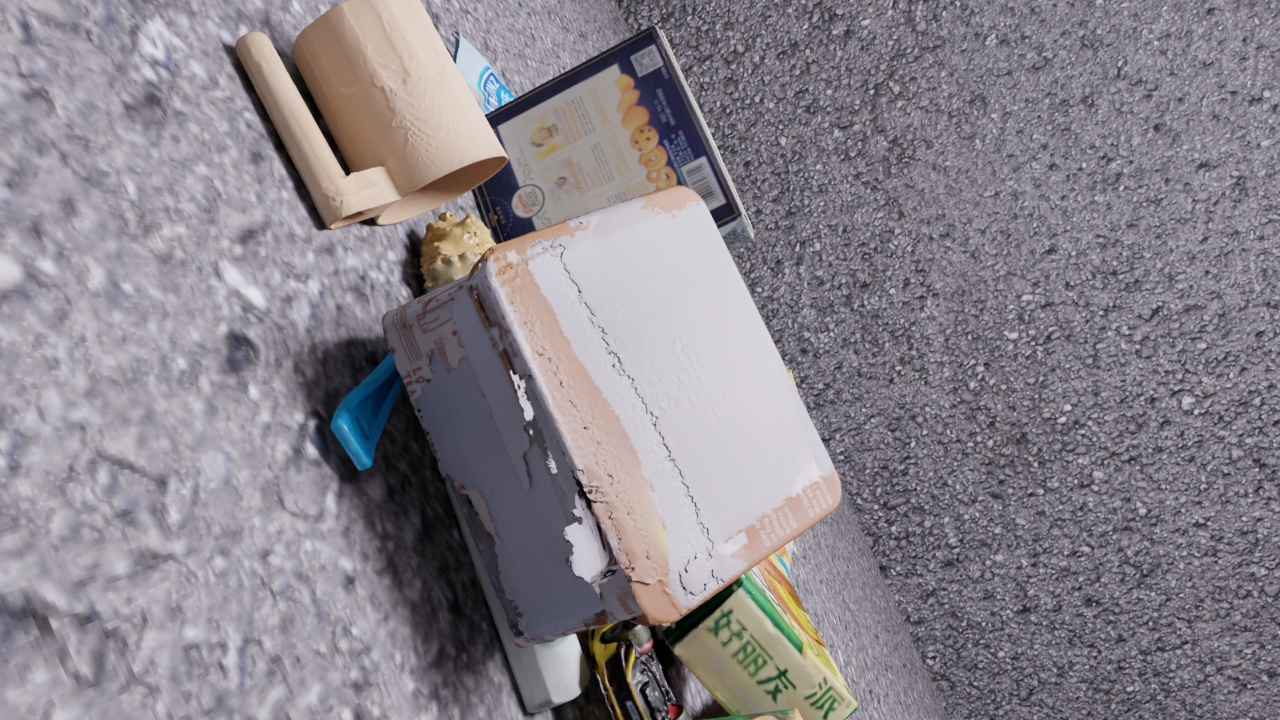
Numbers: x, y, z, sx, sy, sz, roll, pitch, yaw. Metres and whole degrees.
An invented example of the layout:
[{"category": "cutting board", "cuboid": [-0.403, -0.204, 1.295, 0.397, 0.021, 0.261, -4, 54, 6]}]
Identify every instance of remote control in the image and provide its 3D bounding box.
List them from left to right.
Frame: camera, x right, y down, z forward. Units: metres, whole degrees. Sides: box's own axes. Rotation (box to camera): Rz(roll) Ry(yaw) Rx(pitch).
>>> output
[{"category": "remote control", "cuboid": [-0.063, 0.111, 0.477, 0.135, 0.019, 0.056, 67, 13, 11]}]

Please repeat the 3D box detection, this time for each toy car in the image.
[{"category": "toy car", "cuboid": [-0.005, 0.173, 0.539, 0.156, 0.041, 0.071, -118, -177, -84]}]

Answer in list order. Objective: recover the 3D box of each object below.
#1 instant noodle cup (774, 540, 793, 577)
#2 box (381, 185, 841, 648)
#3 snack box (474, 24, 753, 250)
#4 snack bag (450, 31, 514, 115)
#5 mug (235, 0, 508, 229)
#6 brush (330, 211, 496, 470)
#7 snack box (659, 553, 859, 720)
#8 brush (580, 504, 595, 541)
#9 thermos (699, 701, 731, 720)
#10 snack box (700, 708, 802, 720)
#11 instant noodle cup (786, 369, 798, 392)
[{"category": "instant noodle cup", "cuboid": [0.109, 0.179, 0.900, 0.099, 0.099, 0.109, 59, 22, -23]}, {"category": "box", "cuboid": [-0.006, 0.020, 0.440, 0.181, 0.158, 0.148, 68, 20, -2]}, {"category": "snack box", "cuboid": [-0.031, -0.137, 0.702, 0.177, 0.183, 0.046, 69, 12, 19]}, {"category": "snack bag", "cuboid": [-0.113, -0.199, 0.830, 0.191, 0.039, 0.110, 52, 29, -43]}, {"category": "mug", "cuboid": [-0.146, -0.134, 0.503, 0.124, 0.084, 0.103, -33, 97, -50]}, {"category": "brush", "cuboid": [-0.113, -0.016, 0.495, 0.254, 0.046, 0.083, -77, 145, -64]}, {"category": "snack box", "cuboid": [0.061, 0.160, 0.639, 0.114, 0.063, 0.240, 48, 4, -11]}, {"category": "brush", "cuboid": [-0.010, 0.081, 0.633, 0.063, 0.073, 0.145, 64, 11, 0]}, {"category": "thermos", "cuboid": [0.077, 0.275, 0.644, 0.198, 0.067, 0.087, 27, 55, -72]}, {"category": "snack box", "cuboid": [0.052, 0.252, 0.482, 0.118, 0.106, 0.117, 63, 14, -5]}, {"category": "instant noodle cup", "cuboid": [0.090, 0.062, 0.886, 0.116, 0.123, 0.116, -99, -176, -52]}]
